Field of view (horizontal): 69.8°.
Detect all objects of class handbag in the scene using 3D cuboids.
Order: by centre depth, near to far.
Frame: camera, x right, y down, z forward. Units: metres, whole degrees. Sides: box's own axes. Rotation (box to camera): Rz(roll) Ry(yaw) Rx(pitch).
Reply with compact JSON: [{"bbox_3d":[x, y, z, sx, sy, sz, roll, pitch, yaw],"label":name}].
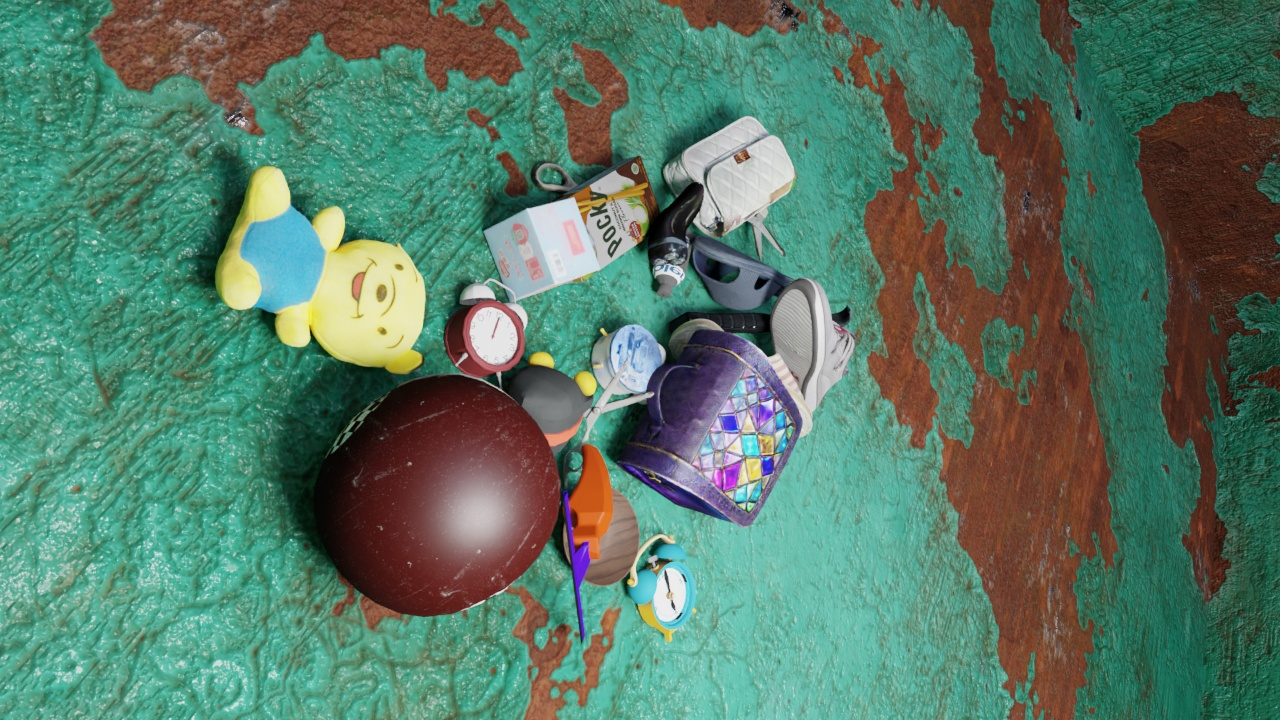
[{"bbox_3d":[0.083,0.085,1.169,0.222,0.126,0.204,46,67,-36],"label":"handbag"},{"bbox_3d":[0.137,-0.275,1.354,0.194,0.073,0.139,-38,94,-36],"label":"handbag"}]

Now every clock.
[{"bbox_3d":[-0.174,-0.034,1.049,0.087,0.044,0.124,31,61,-34],"label":"clock"},{"bbox_3d":[0.029,0.286,1.163,0.098,0.044,0.130,-39,114,-42],"label":"clock"},{"bbox_3d":[-0.007,0.007,1.190,0.125,0.052,0.088,29,60,-35],"label":"clock"}]

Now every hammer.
[{"bbox_3d":[0.186,-0.056,1.359,0.332,0.118,0.025,-2,73,-38],"label":"hammer"}]

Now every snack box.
[{"bbox_3d":[-0.117,-0.131,1.092,0.079,0.095,0.093,-25,96,-44],"label":"snack box"},{"bbox_3d":[-0.048,-0.187,1.202,0.185,0.032,0.101,-40,118,-41],"label":"snack box"}]

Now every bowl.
[{"bbox_3d":[-0.055,0.212,1.107,0.119,0.032,0.119,13,71,-41],"label":"bowl"}]

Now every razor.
[{"bbox_3d":[0.056,-0.185,1.248,0.063,0.053,0.140,41,58,-20],"label":"razor"}]

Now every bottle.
[{"bbox_3d":[0.043,-0.139,1.278,0.047,0.047,0.112,33,59,-33],"label":"bottle"}]

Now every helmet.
[{"bbox_3d":[-0.190,0.135,0.892,0.233,0.254,0.233,-41,99,-33],"label":"helmet"}]

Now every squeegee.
[{"bbox_3d":[-0.058,0.166,1.022,0.184,0.055,0.250,-93,180,-48],"label":"squeegee"}]

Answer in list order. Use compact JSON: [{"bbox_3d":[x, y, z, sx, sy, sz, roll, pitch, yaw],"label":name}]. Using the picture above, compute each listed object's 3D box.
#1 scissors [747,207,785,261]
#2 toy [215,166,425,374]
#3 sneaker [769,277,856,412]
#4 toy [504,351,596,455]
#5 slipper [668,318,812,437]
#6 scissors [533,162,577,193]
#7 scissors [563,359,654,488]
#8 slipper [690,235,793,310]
[{"bbox_3d":[0.169,-0.251,1.429,0.199,0.015,0.178,43,46,-14],"label":"scissors"},{"bbox_3d":[-0.308,-0.078,0.908,0.213,0.084,0.148,26,70,-38],"label":"toy"},{"bbox_3d":[0.262,-0.029,1.329,0.128,0.097,0.263,-33,142,-19],"label":"sneaker"},{"bbox_3d":[-0.115,0.066,1.046,0.099,0.097,0.119,-39,148,-55],"label":"toy"},{"bbox_3d":[0.146,0.024,1.295,0.263,0.115,0.052,41,37,-27],"label":"slipper"},{"bbox_3d":[-0.077,-0.206,1.206,0.163,0.013,0.153,34,61,-38],"label":"scissors"},{"bbox_3d":[-0.057,0.076,1.100,0.141,0.014,0.165,3,96,1],"label":"scissors"},{"bbox_3d":[0.152,-0.111,1.339,0.263,0.101,0.082,13,104,-55],"label":"slipper"}]
